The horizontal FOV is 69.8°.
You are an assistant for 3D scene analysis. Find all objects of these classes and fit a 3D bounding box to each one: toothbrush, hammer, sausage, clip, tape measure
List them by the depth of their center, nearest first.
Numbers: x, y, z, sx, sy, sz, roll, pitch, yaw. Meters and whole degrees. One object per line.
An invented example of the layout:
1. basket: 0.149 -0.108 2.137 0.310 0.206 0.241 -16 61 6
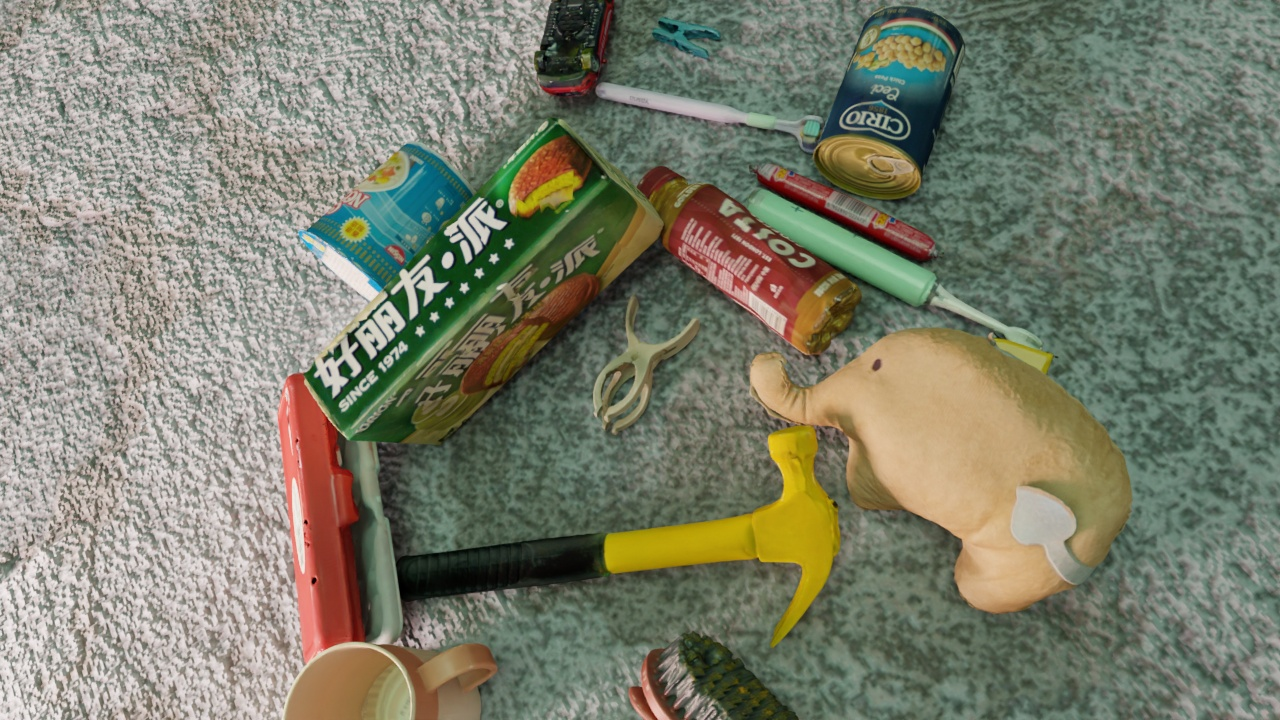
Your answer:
1. tape measure: 0.225 0.015 0.582 0.057 0.029 0.060 21 90 21
2. hammer: -0.022 0.126 0.593 0.301 0.032 0.129 -10 90 16
3. toothbrush: 0.167 -0.062 0.626 0.224 0.027 0.026 31 114 22
4. clip: 0.001 0.006 0.645 0.064 0.034 0.098 23 70 22
5. sausage: 0.144 -0.108 0.652 0.156 0.020 0.020 31 81 22
6. toothbrush: 0.049 -0.191 0.707 0.189 0.029 0.021 18 36 21
7. clip: 0.036 -0.261 0.737 0.056 0.014 0.041 26 79 20

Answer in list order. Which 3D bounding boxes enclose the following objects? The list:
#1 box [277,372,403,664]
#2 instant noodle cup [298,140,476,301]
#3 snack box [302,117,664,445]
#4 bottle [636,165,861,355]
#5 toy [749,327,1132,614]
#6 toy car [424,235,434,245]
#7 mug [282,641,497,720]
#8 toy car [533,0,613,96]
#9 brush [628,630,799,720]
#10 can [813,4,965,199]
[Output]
1. box: -0.210 0.109 0.646 0.068 0.091 0.201 -3 64 -29
2. instant noodle cup: -0.185 -0.105 0.702 0.099 0.099 0.109 30 73 22
3. snack box: -0.101 -0.042 0.616 0.240 0.114 0.063 -43 72 10
4. bottle: 0.068 -0.075 0.639 0.175 0.057 0.057 40 85 23
5. toy: 0.173 0.044 0.547 0.226 0.082 0.144 40 114 23
6. toy car: -0.144 -0.054 0.676 0.035 0.042 0.090 30 98 31
7. mug: -0.142 0.211 0.569 0.114 0.106 0.081 -33 67 1
8. toy car: -0.050 -0.264 0.742 0.053 0.045 0.120 4 67 18
9. brush: 0.054 0.228 0.538 0.146 0.063 0.069 42 118 20
10. can: 0.174 -0.179 0.639 0.075 0.075 0.111 17 76 19
